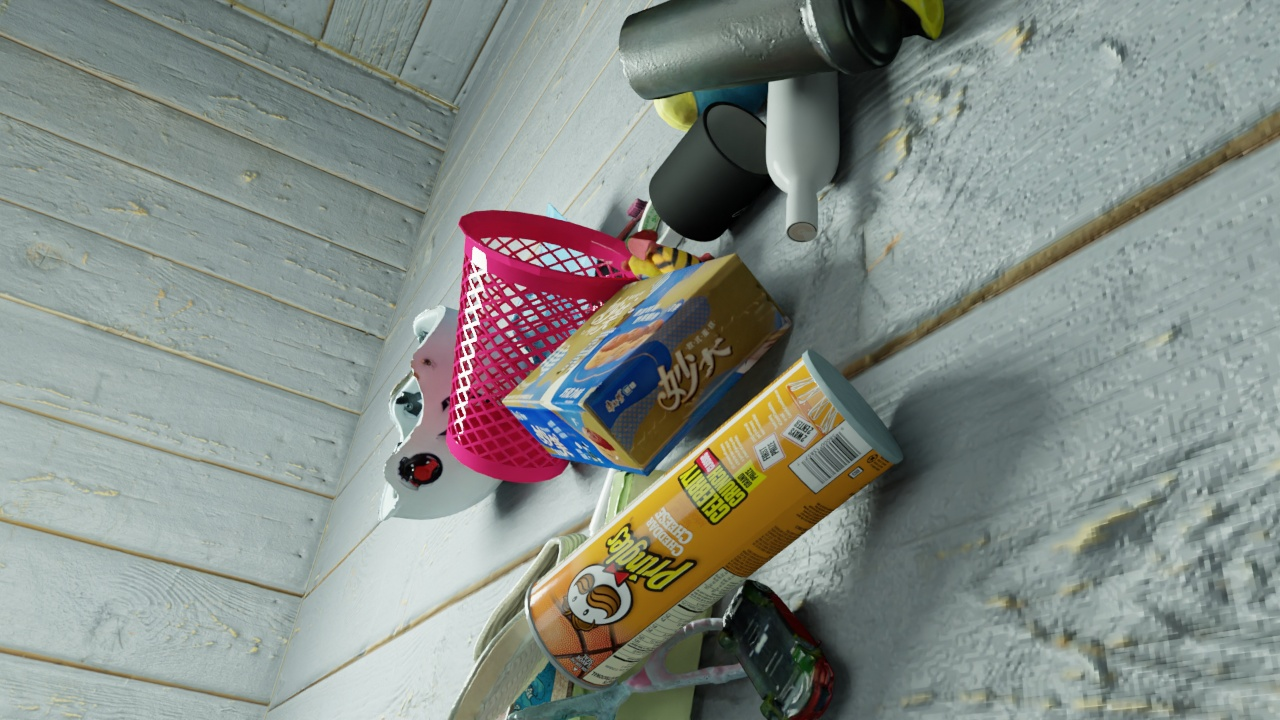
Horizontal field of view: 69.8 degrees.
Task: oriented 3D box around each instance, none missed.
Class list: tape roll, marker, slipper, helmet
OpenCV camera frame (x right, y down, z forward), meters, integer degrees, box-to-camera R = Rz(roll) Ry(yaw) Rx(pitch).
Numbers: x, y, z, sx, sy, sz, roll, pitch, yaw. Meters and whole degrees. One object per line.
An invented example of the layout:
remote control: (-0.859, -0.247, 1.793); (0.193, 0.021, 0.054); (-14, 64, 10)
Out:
tape roll: (0.026, -0.144, 0.920); (0.094, 0.018, 0.093); (-50, 29, 40)
marker: (-0.019, 0.091, 0.799); (0.133, 0.020, 0.017); (-71, 17, -6)
slipper: (-0.073, 0.178, 0.643); (0.114, 0.054, 0.272); (-54, -7, 6)
helmet: (-0.218, 0.076, 1.100); (0.236, 0.163, 0.264); (-139, 65, -72)

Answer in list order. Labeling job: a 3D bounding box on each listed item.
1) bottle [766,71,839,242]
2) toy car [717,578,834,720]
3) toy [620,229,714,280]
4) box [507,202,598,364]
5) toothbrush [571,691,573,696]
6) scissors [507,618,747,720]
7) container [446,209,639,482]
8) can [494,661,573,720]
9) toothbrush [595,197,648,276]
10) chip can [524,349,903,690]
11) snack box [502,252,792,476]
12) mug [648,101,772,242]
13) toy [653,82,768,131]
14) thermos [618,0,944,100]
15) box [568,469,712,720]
bottle: (0.118, -0.167, 0.669); (0.053, 0.052, 0.194); (-42, 33, 49)
toy car: (0.073, 0.156, 0.492); (0.042, 0.036, 0.091); (-64, 21, 10)
toy: (0.026, -0.081, 0.776); (0.103, 0.084, 0.046); (26, 88, 57)
box: (-0.091, -0.075, 1.071); (0.177, 0.047, 0.231); (-70, 25, 18)
toothbrush: (-0.080, 0.339, 0.718); (0.181, 0.016, 0.016); (-67, 18, 6)
scissors: (-0.005, 0.214, 0.547); (0.173, 0.013, 0.170); (-20, 55, 18)
container: (-0.106, -0.009, 0.897); (0.183, 0.183, 0.226); (-117, 39, -63)
can: (-0.095, 0.288, 0.728); (0.130, 0.044, 0.130); (-161, 91, -81)
toothbrush: (-0.044, -0.123, 1.068); (0.190, 0.016, 0.016); (-47, 30, 43)
chip can: (0.036, 0.092, 0.509); (0.215, 0.075, 0.075); (-42, 29, 17)
snack box: (-0.004, 0.004, 0.698); (0.154, 0.069, 0.203); (-44, 15, -18)
mug: (0.069, -0.164, 0.772); (0.088, 0.078, 0.113); (-45, 4, 46)
toy: (0.098, -0.284, 0.769); (0.215, 0.084, 0.148); (-54, 0, 34)
thermos: (0.087, -0.236, 0.639); (0.221, 0.098, 0.098); (1, 69, 41)
box: (0.000, 0.167, 0.613); (0.091, 0.077, 0.187); (-28, 46, 58)
